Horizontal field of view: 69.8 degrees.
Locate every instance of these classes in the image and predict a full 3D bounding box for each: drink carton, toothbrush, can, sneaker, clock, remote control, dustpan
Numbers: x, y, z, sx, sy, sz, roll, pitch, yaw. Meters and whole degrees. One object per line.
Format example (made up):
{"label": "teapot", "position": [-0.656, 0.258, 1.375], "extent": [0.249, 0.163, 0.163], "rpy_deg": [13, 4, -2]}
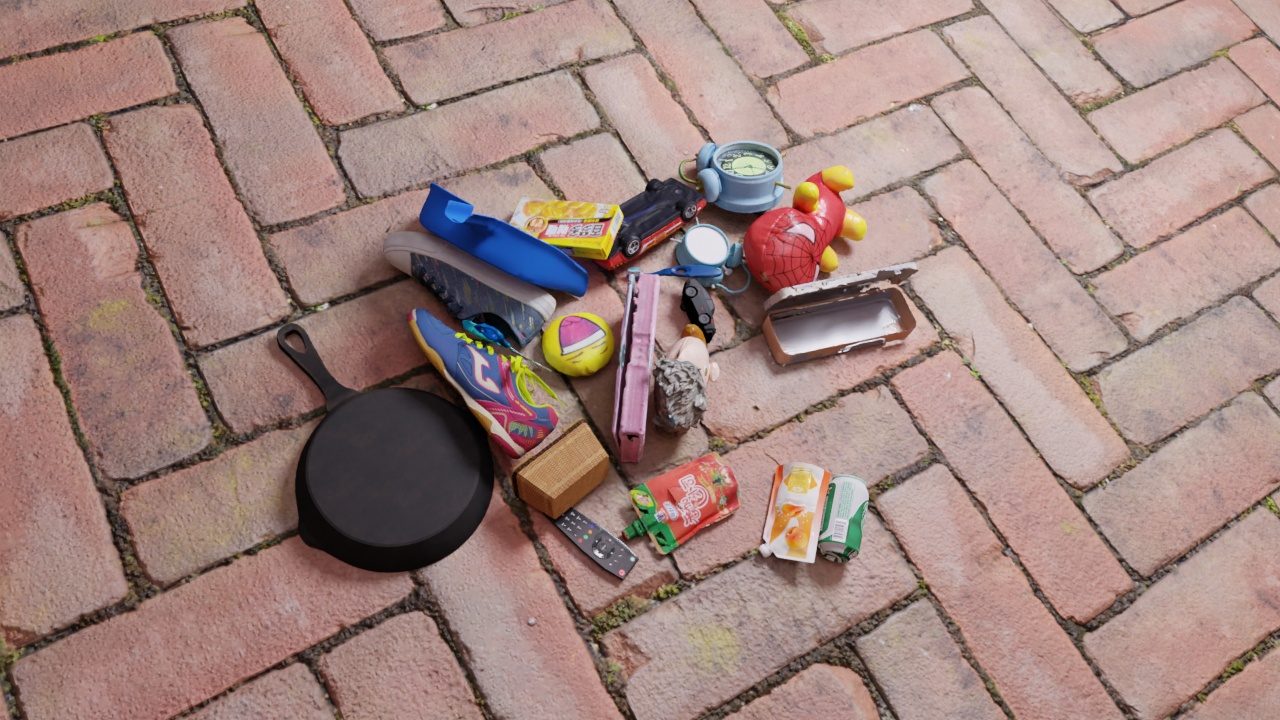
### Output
{"label": "drink carton", "position": [0.190, 0.189, 1.129], "extent": [0.069, 0.039, 0.122], "rpy_deg": [5, 59, 20]}
{"label": "toothbrush", "position": [0.046, -0.121, 1.257], "extent": [0.132, 0.016, 0.021], "rpy_deg": [0, 58, 10]}
{"label": "can", "position": [0.249, 0.195, 1.129], "extent": [0.053, 0.053, 0.101], "rpy_deg": [19, 61, -1]}
{"label": "sneaker", "position": [-0.190, 0.011, 1.120], "extent": [0.091, 0.116, 0.242], "rpy_deg": [-40, 70, -8]}
{"label": "clock", "position": [0.136, -0.269, 1.337], "extent": [0.162, 0.060, 0.117], "rpy_deg": [-1, 44, -1]}
{"label": "remote control", "position": [-0.061, 0.209, 1.086], "extent": [0.125, 0.010, 0.039], "rpy_deg": [37, 62, 9]}
{"label": "clock", "position": [0.103, -0.142, 1.293], "extent": [0.123, 0.042, 0.087], "rpy_deg": [44, 63, 7]}
{"label": "sneaker", "position": [-0.229, -0.090, 1.175], "extent": [0.235, 0.087, 0.079], "rpy_deg": [24, 71, 1]}
{"label": "dustpan", "position": [-0.191, -0.153, 1.123], "extent": [0.245, 0.257, 0.059], "rpy_deg": [28, 99, 5]}

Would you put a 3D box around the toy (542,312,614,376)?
{"label": "toy", "position": [-0.080, -0.021, 1.188], "extent": [0.095, 0.041, 0.094], "rpy_deg": [-25, 66, -19]}

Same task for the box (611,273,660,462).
{"label": "box", "position": [-0.008, 0.007, 1.160], "extent": [0.046, 0.098, 0.232], "rpy_deg": [6, 63, -1]}

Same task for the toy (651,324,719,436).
{"label": "toy", "position": [0.060, 0.020, 1.157], "extent": [0.076, 0.133, 0.175], "rpy_deg": [10, 44, 9]}

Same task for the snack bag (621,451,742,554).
{"label": "snack bag", "position": [0.045, 0.176, 1.114], "extent": [0.155, 0.044, 0.087], "rpy_deg": [-26, 81, -16]}

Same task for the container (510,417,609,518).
{"label": "container", "position": [-0.090, 0.131, 1.085], "extent": [0.113, 0.063, 0.061], "rpy_deg": [-37, 62, -26]}

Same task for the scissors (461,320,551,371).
{"label": "scissors", "position": [-0.161, -0.015, 1.131], "extent": [0.133, 0.103, 0.015], "rpy_deg": [32, 78, -9]}

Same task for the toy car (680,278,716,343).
{"label": "toy car", "position": [0.083, -0.067, 1.243], "extent": [0.036, 0.042, 0.091], "rpy_deg": [-17, 67, -16]}

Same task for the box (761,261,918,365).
{"label": "box", "position": [0.279, -0.061, 1.262], "extent": [0.216, 0.095, 0.108], "rpy_deg": [-12, 90, -17]}

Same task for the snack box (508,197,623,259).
{"label": "snack box", "position": [-0.105, -0.180, 1.241], "extent": [0.152, 0.025, 0.075], "rpy_deg": [9, 62, 22]}

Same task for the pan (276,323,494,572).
{"label": "pan", "position": [-0.326, 0.082, 1.084], "extent": [0.248, 0.043, 0.356], "rpy_deg": [-34, 73, -25]}

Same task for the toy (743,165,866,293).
{"label": "toy", "position": [0.228, -0.176, 1.293], "extent": [0.215, 0.099, 0.147], "rpy_deg": [-42, 118, -28]}

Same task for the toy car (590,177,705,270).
{"label": "toy car", "position": [0.003, -0.193, 1.280], "extent": [0.189, 0.056, 0.081], "rpy_deg": [-37, 56, -23]}
